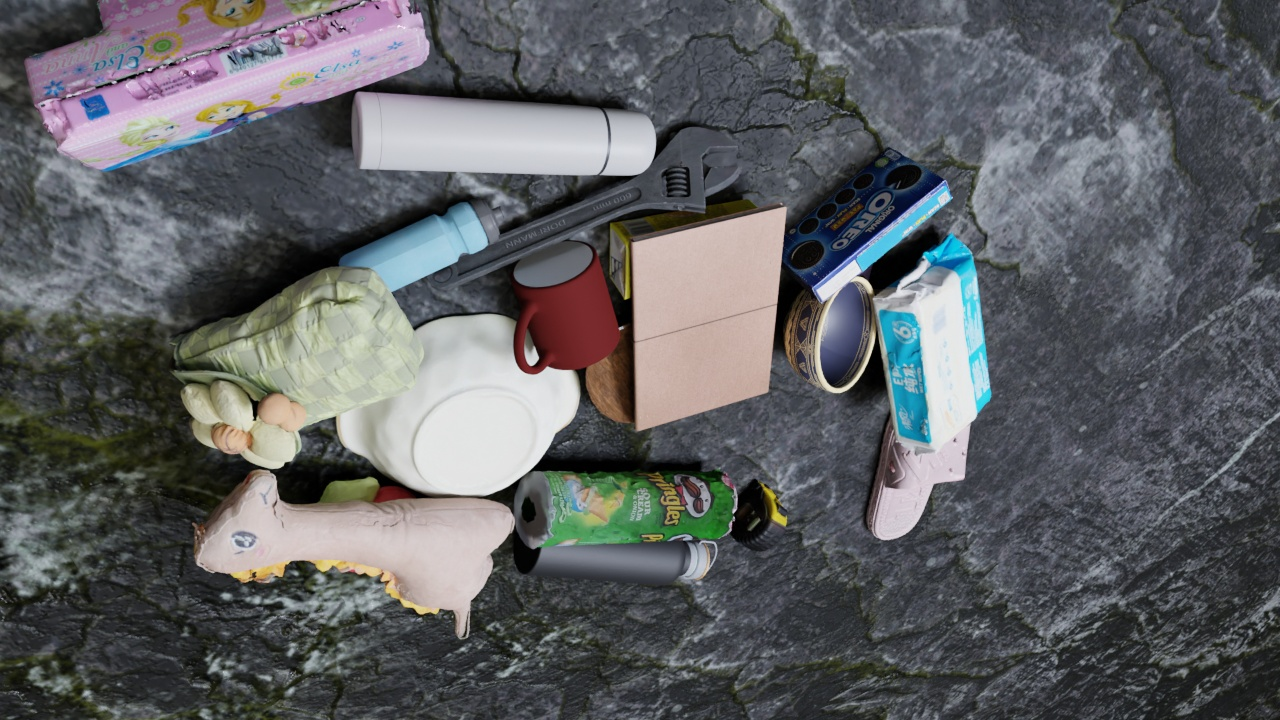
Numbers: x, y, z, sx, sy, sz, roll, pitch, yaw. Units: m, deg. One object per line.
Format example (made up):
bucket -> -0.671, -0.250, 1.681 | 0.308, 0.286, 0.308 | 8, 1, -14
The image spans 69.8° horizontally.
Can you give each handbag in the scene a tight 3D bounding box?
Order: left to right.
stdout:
handbag -> -0.254, 0.012, 0.667 | 0.187, 0.116, 0.113 | -21, 128, 20

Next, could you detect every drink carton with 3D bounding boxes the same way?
drink carton -> 0.042, -0.098, 0.800 | 0.134, 0.043, 0.059 | -13, 130, -18

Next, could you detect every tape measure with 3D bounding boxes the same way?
tape measure -> 0.126, 0.175, 1.004 | 0.067, 0.062, 0.038 | -47, 128, 9

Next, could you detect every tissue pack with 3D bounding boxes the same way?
tissue pack -> 0.297, -0.014, 0.928 | 0.116, 0.066, 0.209 | -34, 121, -33

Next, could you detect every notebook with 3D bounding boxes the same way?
notebook -> 0.058, -0.034, 0.824 | 0.141, 0.008, 0.209 | -15, 132, -17

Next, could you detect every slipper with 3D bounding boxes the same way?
slipper -> 0.329, 0.125, 1.069 | 0.094, 0.064, 0.240 | -5, 124, -23

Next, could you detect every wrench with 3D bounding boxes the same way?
wrench -> -0.045, -0.118, 0.743 | 0.273, 0.073, 0.018 | -23, 166, -4

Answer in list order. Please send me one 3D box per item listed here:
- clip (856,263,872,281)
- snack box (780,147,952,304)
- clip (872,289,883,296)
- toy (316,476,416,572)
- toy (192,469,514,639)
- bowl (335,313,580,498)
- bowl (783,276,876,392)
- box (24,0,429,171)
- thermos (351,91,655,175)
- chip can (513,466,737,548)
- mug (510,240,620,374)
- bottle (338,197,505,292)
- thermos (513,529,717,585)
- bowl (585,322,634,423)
clip -> 0.221, -0.088, 0.911 | 0.036, 0.013, 0.053 | -14, 123, -19
snack box -> 0.197, -0.124, 0.832 | 0.150, 0.082, 0.027 | -41, 130, 3
clip -> 0.249, -0.051, 0.942 | 0.061, 0.025, 0.043 | 0, 120, -30
toy -> -0.237, 0.152, 0.825 | 0.092, 0.045, 0.135 | -49, 130, 4
toy -> -0.232, 0.172, 0.763 | 0.263, 0.065, 0.196 | 2, 117, -37
bowl -> -0.147, 0.055, 0.797 | 0.219, 0.060, 0.189 | -5, 122, -22
bowl -> 0.175, -0.030, 0.888 | 0.112, 0.061, 0.112 | -18, 115, -46
box -> -0.259, -0.206, 0.578 | 0.230, 0.085, 0.096 | -23, 96, -11
thermos -> -0.096, -0.166, 0.682 | 0.223, 0.052, 0.052 | -3, 122, -24
chip can -> -0.012, 0.142, 0.893 | 0.222, 0.075, 0.076 | 4, 119, -35
mug -> -0.070, -0.037, 0.754 | 0.105, 0.073, 0.083 | -48, 137, -35
bottle -> -0.165, -0.088, 0.708 | 0.130, 0.040, 0.040 | -26, 128, -8
thermos -> -0.015, 0.200, 0.953 | 0.231, 0.061, 0.061 | 13, 114, -32
bowl -> -0.005, 0.005, 0.853 | 0.102, 0.026, 0.114 | -30, 130, -5
